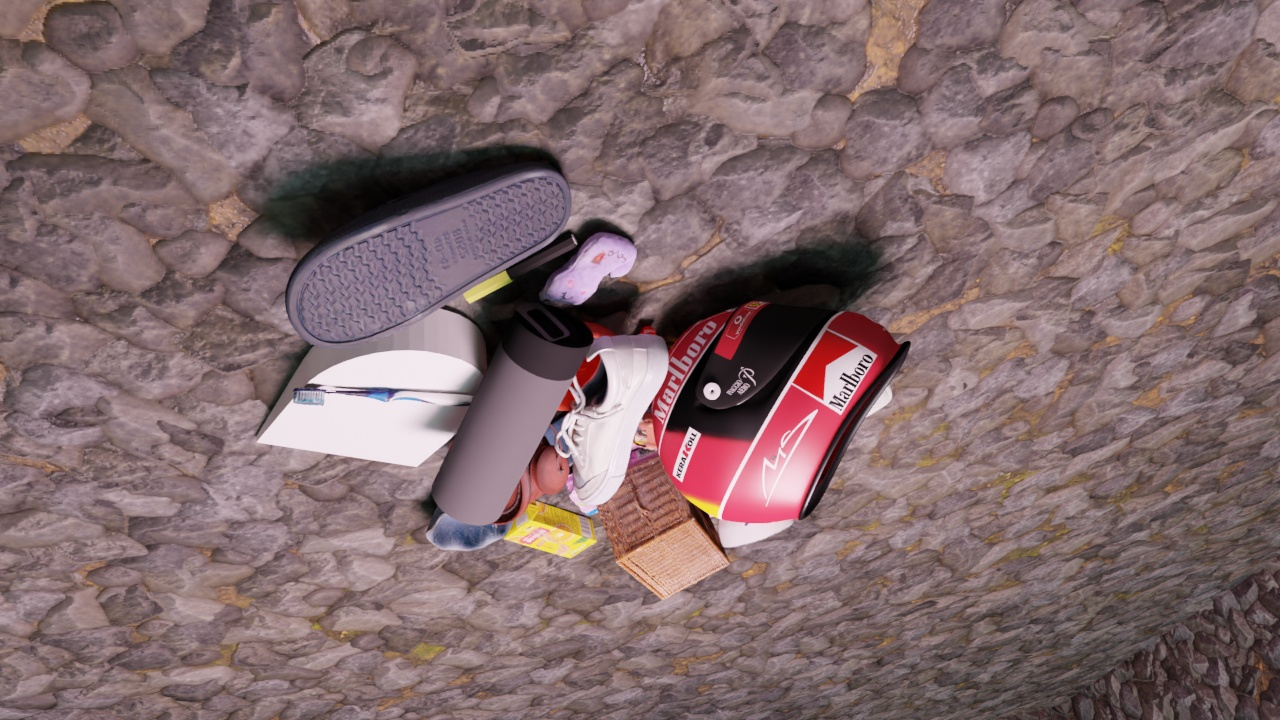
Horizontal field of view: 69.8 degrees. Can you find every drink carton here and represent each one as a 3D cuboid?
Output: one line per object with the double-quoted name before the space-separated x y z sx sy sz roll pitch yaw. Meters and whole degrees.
"drink carton" -0.130 0.240 1.302 0.059 0.043 0.134 -36 139 24

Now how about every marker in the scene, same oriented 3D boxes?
"marker" -0.119 -0.092 0.903 0.124 0.017 0.021 -26 143 9

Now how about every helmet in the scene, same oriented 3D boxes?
"helmet" 0.130 0.044 1.013 0.271 0.225 0.197 -62 162 7

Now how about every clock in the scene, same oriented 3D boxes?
"clock" -0.150 0.117 1.068 0.158 0.120 0.072 -38 174 38

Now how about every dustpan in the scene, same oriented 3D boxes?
"dustpan" -0.275 0.029 0.997 0.191 0.053 0.259 15 144 -36

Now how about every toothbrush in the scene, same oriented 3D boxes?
"toothbrush" -0.257 0.040 0.943 0.188 0.017 0.016 3 158 -22

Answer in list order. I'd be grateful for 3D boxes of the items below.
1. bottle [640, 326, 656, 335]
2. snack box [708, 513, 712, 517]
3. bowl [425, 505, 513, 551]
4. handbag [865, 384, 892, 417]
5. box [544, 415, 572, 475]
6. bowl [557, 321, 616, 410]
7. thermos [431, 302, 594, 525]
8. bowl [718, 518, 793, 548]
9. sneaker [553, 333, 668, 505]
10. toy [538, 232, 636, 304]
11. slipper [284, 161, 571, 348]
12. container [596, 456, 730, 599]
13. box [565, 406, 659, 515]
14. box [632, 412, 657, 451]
"bottle" -0.006 0.006 1.058 0.036 0.036 0.119 0 139 -22
"snack box" 0.046 0.205 1.335 0.154 0.033 0.088 -8 142 -13
"bowl" -0.227 0.202 1.204 0.110 0.055 0.110 -11 143 -8
"handbag" 0.206 0.039 1.158 0.195 0.072 0.139 -33 132 21
"box" -0.101 0.120 1.146 0.210 0.068 0.059 -32 156 18
"bowl" -0.070 0.000 1.017 0.130 0.045 0.131 -11 143 -9
"thermos" -0.135 0.056 0.946 0.082 0.082 0.241 11 122 -33
"bowl" 0.167 0.233 1.376 0.113 0.063 0.113 -20 177 -1
"sneaker" -0.051 0.065 1.003 0.090 0.089 0.243 5 131 -21
"toy" -0.049 -0.088 0.921 0.100 0.036 0.080 -43 153 29
"slipper" -0.192 -0.111 0.812 0.267 0.083 0.111 -28 137 -15
"container" 0.030 0.225 1.231 0.113 0.113 0.198 -27 145 5
"box" 0.003 0.124 1.215 0.230 0.035 0.159 -23 143 6
"box" 0.082 0.095 1.141 0.188 0.056 0.064 12 -177 5
